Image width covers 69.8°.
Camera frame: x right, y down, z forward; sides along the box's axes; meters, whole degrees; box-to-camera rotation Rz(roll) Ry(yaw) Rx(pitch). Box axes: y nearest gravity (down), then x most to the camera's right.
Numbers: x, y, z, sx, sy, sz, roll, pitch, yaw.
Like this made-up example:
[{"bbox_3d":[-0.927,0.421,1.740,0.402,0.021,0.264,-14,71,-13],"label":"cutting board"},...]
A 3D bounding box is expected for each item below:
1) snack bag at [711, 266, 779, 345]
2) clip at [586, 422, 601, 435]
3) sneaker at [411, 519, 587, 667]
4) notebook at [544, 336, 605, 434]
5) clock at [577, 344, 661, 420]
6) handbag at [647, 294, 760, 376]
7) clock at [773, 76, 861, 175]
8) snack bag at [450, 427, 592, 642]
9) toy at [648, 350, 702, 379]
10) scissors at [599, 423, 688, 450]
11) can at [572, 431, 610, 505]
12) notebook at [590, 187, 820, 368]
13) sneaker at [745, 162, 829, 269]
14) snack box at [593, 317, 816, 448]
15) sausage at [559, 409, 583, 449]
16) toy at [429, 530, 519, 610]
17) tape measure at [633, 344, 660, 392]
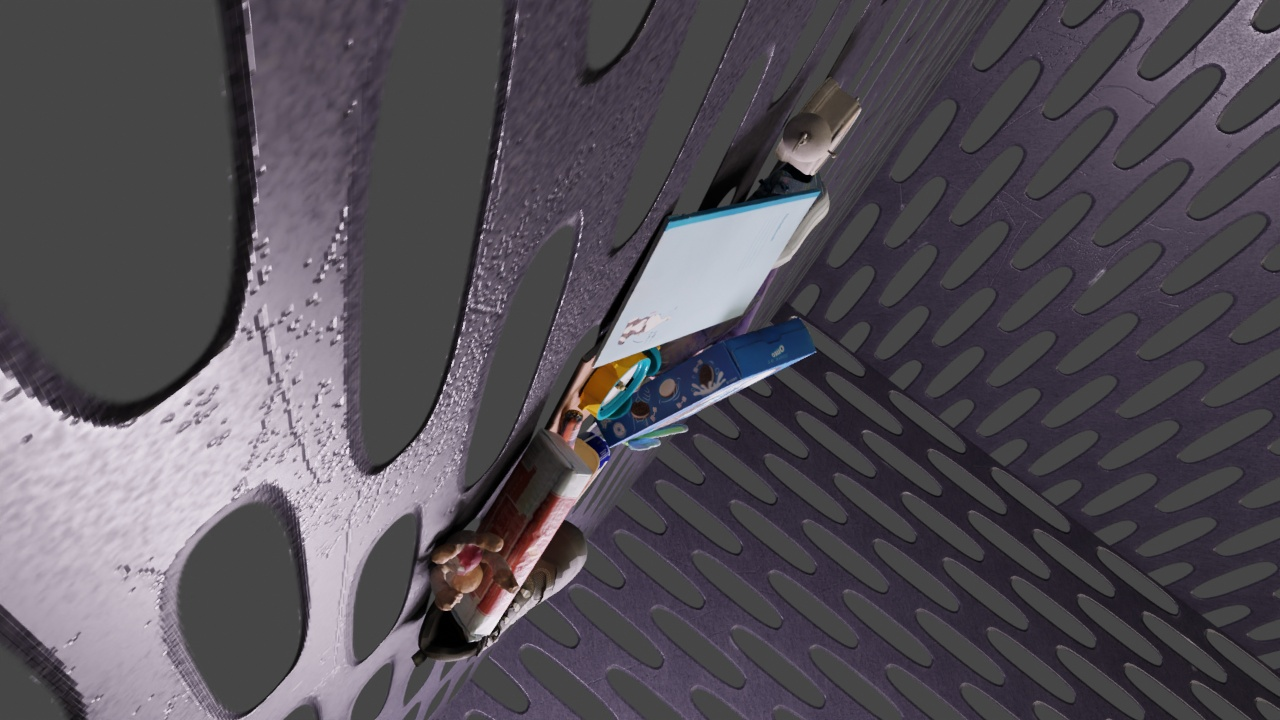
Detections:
[{"bbox_3d":[0.158,-0.111,1.325,0.206,0.058,0.096,-67,170,15],"label":"snack bag"},{"bbox_3d":[-0.031,0.074,1.282,0.056,0.045,0.101,-41,-177,43],"label":"clip"},{"bbox_3d":[-0.176,0.270,1.056,0.238,0.101,0.142,-40,175,9],"label":"sneaker"},{"bbox_3d":[-0.058,0.031,1.001,0.141,0.008,0.210,-45,170,-45],"label":"notebook"},{"bbox_3d":[-0.022,0.022,0.986,0.099,0.044,0.129,-54,165,14],"label":"clock"},{"bbox_3d":[0.070,-0.050,1.198,0.127,0.069,0.158,-35,-175,43],"label":"handbag"},{"bbox_3d":[0.195,-0.248,1.008,0.104,0.061,0.156,-56,173,32],"label":"clock"},{"bbox_3d":[-0.132,0.182,0.956,0.041,0.077,0.225,14,114,-47],"label":"snack bag"},{"bbox_3d":[0.052,-0.007,1.339,0.108,0.053,0.105,-48,179,-7],"label":"toy"},{"bbox_3d":[-0.015,0.110,1.262,0.171,0.023,0.172,-15,-171,-8],"label":"scissors"},{"bbox_3d":[-0.092,0.147,1.176,0.116,0.056,0.092,-53,174,8],"label":"can"},{"bbox_3d":[0.070,-0.087,0.921,0.252,0.009,0.182,-20,148,-45],"label":"notebook"},{"bbox_3d":[0.156,-0.177,1.083,0.234,0.087,0.079,-40,135,-40],"label":"sneaker"},{"bbox_3d":[0.083,0.028,1.193,0.240,0.056,0.195,-30,172,38],"label":"snack box"},{"bbox_3d":[-0.078,0.080,0.996,0.020,0.020,0.155,-49,173,-22],"label":"sausage"},{"bbox_3d":[-0.181,0.210,0.915,0.085,0.074,0.106,-21,180,-28],"label":"toy"},{"bbox_3d":[-0.007,0.007,1.105,0.062,0.034,0.061,-66,170,29],"label":"tape measure"}]
